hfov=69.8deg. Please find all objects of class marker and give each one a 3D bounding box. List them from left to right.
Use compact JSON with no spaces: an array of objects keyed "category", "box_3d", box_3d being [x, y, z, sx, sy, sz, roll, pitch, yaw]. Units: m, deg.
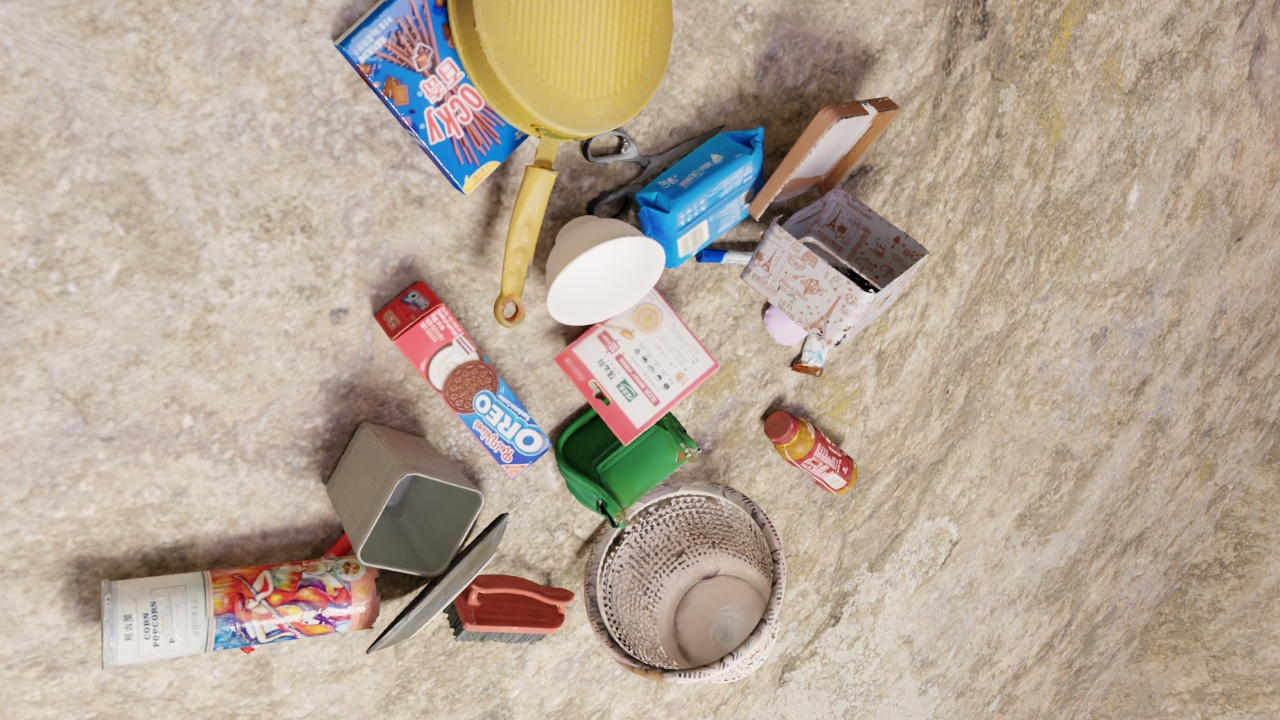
[{"category":"marker","box_3d":[-0.317,0.214,0.855,0.145,0.017,0.017,-47,132,-6]},{"category":"marker","box_3d":[0.123,-0.111,0.998,0.145,0.017,0.017,0,114,-31]}]

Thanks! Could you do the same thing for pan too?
[{"category":"pan","box_3d":[-0.076,-0.201,0.755,0.197,0.078,0.357,2,97,-38]}]

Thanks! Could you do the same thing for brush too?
[{"category":"brush","box_3d":[-0.136,0.265,0.986,0.145,0.063,0.069,21,113,-43]}]

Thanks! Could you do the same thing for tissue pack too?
[{"category":"tissue pack","box_3d":[0.059,-0.160,0.897,0.157,0.052,0.095,-37,151,-15]}]

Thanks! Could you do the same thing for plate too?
[{"category":"plate","box_3d":[-0.184,0.214,0.865,0.024,0.179,0.179,45,82,-2]}]

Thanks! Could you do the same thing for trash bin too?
[{"category":"trash bin","box_3d":[0.072,0.278,1.065,0.227,0.227,0.192,-44,144,-9]}]

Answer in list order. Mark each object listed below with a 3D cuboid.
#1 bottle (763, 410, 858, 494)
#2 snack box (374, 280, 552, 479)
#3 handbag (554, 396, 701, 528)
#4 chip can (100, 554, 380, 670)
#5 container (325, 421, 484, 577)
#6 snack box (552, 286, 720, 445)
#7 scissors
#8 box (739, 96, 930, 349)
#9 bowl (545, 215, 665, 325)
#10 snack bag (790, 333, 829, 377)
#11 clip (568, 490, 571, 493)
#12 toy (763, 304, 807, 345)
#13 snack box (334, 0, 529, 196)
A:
[{"category":"bottle","box_3d":[0.217,0.117,1.173,0.057,0.057,0.175,-53,133,-1]},{"category":"snack box","box_3d":[-0.158,0.023,0.843,0.057,0.058,0.207,-39,131,-10]},{"category":"handbag","box_3d":[-0.014,0.099,0.949,0.131,0.120,0.068,-39,137,-16]},{"category":"chip can","box_3d":[-0.338,0.211,0.786,0.214,0.071,0.071,0,113,-31]},{"category":"container","box_3d":[-0.213,0.118,0.813,0.090,0.114,0.090,26,97,-42]},{"category":"snack box","box_3d":[-0.005,0.005,0.915,0.127,0.044,0.113,-39,89,-13]},{"category":"scissors","box_3d":[0.011,-0.188,0.884,0.170,0.014,0.159,33,92,-44]},{"category":"box","box_3d":[0.219,-0.150,0.927,0.182,0.157,0.193,-31,158,-49]},{"category":"bowl","box_3d":[-0.044,-0.095,0.848,0.118,0.064,0.118,-23,153,-13]},{"category":"snack bag","box_3d":[0.220,-0.029,1.118,0.048,0.026,0.104,12,106,-28]},{"category":"clip","box_3d":[-0.055,0.131,1.008,0.056,0.015,0.049,-22,127,-25]},{"category":"toy","box_3d":[0.184,-0.068,1.062,0.084,0.039,0.108,35,91,-25]},{"category":"snack box","box_3d":[-0.159,-0.216,0.732,0.084,0.026,0.157,-46,132,-8]}]
